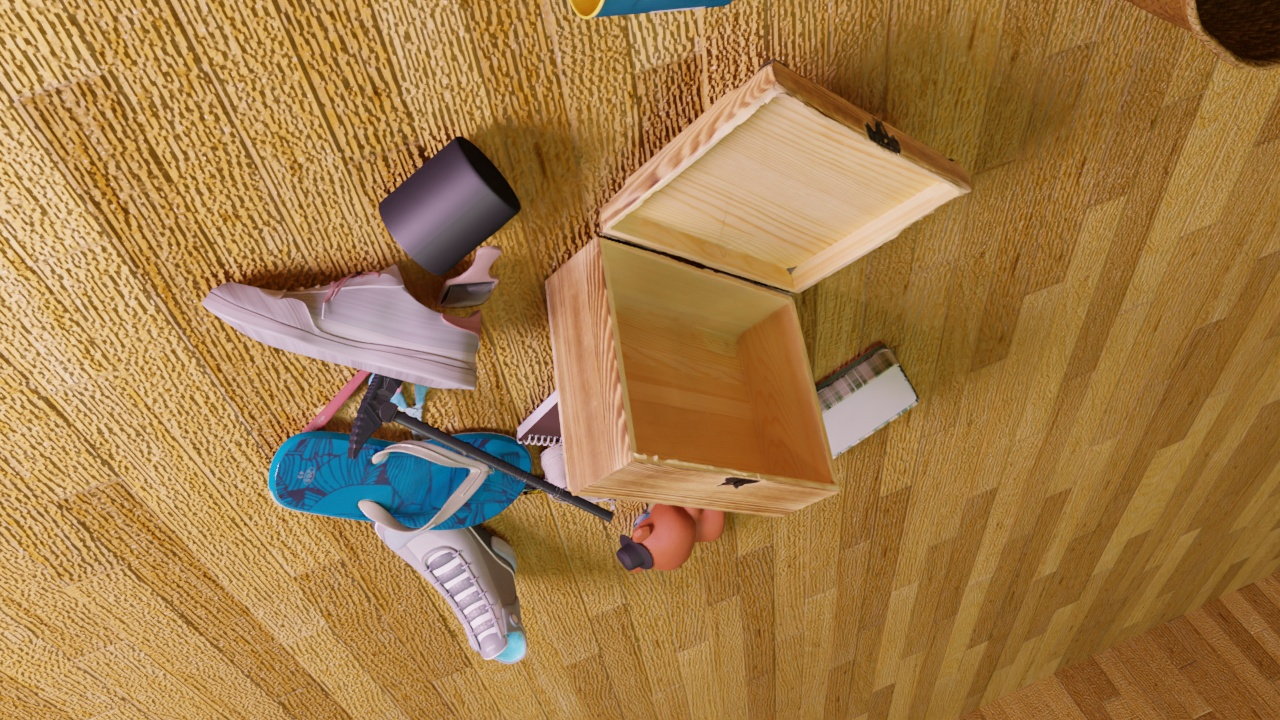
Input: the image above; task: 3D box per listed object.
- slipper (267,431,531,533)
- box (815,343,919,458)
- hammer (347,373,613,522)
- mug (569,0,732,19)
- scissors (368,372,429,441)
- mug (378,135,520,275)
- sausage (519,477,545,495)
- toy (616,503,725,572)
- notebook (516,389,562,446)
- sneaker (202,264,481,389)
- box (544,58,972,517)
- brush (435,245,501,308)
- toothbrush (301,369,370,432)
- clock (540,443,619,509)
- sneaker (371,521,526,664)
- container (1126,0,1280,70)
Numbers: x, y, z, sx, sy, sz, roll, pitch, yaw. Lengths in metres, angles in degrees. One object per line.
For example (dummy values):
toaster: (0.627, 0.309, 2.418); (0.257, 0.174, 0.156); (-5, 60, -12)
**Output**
slipper: (-0.236, 0.131, 0.963); (0.294, 0.060, 0.118); (10, 104, -39)
box: (0.262, 0.069, 1.218); (0.206, 0.050, 0.117); (-37, 136, 10)
hammer: (-0.151, 0.115, 0.962); (0.324, 0.015, 0.095); (32, 71, -34)
mug: (0.013, -0.295, 0.683); (0.121, 0.078, 0.078); (-10, 137, -26)
scissors: (-0.230, 0.046, 0.956); (0.076, 0.015, 0.142); (-21, 146, -10)
mug: (-0.151, -0.126, 0.775); (0.088, 0.078, 0.113); (-37, 166, 11)
sausage: (-0.132, 0.153, 1.110); (0.155, 0.020, 0.020); (-3, 134, -26)
toy: (0.046, 0.227, 1.230); (0.175, 0.096, 0.112); (-36, 149, -36)
notebook: (-0.011, 0.057, 1.040); (0.208, 0.022, 0.172); (9, 145, -35)
sneaker: (-0.248, -0.043, 0.801); (0.236, 0.089, 0.099); (17, 168, -18)
box: (0.119, -0.051, 0.845); (0.278, 0.285, 0.338); (11, 146, -36)
brush: (-0.147, -0.070, 0.820); (0.049, 0.015, 0.136); (-7, 167, -24)
toothbrush: (-0.283, 0.021, 0.893); (0.190, 0.016, 0.016); (-44, 133, 19)
clock: (-0.052, 0.141, 1.088); (0.104, 0.061, 0.156); (-20, 153, 28)
sneaker: (-0.213, 0.262, 1.073); (0.093, 0.160, 0.257); (-31, 141, 3)
container: (0.498, -0.411, 0.725); (0.306, 0.196, 0.308); (-16, 139, -15)
